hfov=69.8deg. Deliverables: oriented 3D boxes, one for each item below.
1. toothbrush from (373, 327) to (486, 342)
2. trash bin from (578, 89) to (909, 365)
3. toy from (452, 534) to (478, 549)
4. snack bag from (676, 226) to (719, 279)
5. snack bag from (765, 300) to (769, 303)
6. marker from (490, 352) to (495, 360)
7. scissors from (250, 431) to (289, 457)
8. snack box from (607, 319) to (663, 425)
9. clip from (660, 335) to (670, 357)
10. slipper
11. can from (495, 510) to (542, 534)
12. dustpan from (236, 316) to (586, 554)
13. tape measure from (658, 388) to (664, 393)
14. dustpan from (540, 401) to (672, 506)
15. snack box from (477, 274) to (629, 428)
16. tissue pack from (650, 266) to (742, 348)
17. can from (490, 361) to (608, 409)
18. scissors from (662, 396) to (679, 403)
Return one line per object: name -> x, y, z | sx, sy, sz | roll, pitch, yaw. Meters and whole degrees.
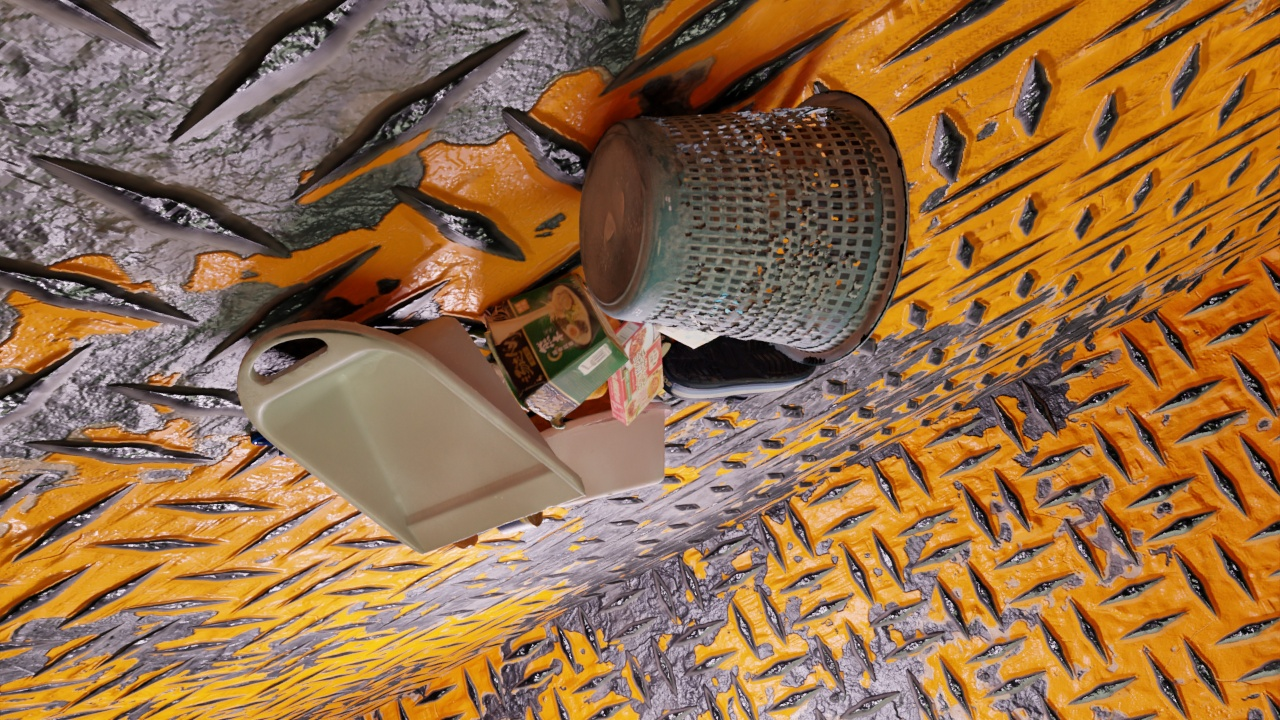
toothbrush -> -0.214, -0.024, 0.871 | 0.017, 0.012, 0.185 | -26, 164, 38
trash bin -> 0.064, -0.108, 0.729 | 0.194, 0.226, 0.227 | 0, 152, -24
toy -> -0.243, 0.175, 1.196 | 0.140, 0.130, 0.200 | -59, 158, -19
snack bag -> 0.041, -0.102, 0.932 | 0.104, 0.048, 0.026 | -35, -169, 17
snack bag -> 0.149, -0.064, 1.183 | 0.045, 0.026, 0.105 | -32, 158, 29
marker -> -0.105, -0.028, 0.986 | 0.124, 0.015, 0.018 | -25, 155, 5
scissors -> -0.319, 0.074, 0.948 | 0.167, 0.012, 0.155 | -25, 156, 36
snack box -> -0.006, 0.006, 1.076 | 0.075, 0.025, 0.153 | -46, 154, -26
clip -> 0.002, 0.021, 1.170 | 0.103, 0.094, 0.035 | -23, 164, 28
slipper -> 0.132, 0.015, 1.244 | 0.252, 0.105, 0.095 | -10, 149, -30
can -> -0.172, 0.146, 1.160 | 0.049, 0.148, 0.074 | -17, -173, 14
dustpan -> -0.220, 0.071, 0.811 | 0.223, 0.258, 0.142 | -24, -171, 28
tape measure -> 0.043, 0.024, 1.279 | 0.060, 0.029, 0.057 | -27, 160, 6
dustpan -> -0.073, 0.102, 1.277 | 0.222, 0.139, 0.274 | -12, -165, -27
snack box -> -0.079, -0.014, 0.909 | 0.106, 0.117, 0.118 | -31, 159, 6
tissue pack -> 0.064, -0.068, 1.012 | 0.090, 0.063, 0.140 | -30, 158, 18
can -> -0.107, 0.023, 1.051 | 0.145, 0.058, 0.058 | -7, 154, -41
scissors -> 0.054, 0.047, 1.229 | 0.054, 0.017, 0.133 | -9, -178, 22
